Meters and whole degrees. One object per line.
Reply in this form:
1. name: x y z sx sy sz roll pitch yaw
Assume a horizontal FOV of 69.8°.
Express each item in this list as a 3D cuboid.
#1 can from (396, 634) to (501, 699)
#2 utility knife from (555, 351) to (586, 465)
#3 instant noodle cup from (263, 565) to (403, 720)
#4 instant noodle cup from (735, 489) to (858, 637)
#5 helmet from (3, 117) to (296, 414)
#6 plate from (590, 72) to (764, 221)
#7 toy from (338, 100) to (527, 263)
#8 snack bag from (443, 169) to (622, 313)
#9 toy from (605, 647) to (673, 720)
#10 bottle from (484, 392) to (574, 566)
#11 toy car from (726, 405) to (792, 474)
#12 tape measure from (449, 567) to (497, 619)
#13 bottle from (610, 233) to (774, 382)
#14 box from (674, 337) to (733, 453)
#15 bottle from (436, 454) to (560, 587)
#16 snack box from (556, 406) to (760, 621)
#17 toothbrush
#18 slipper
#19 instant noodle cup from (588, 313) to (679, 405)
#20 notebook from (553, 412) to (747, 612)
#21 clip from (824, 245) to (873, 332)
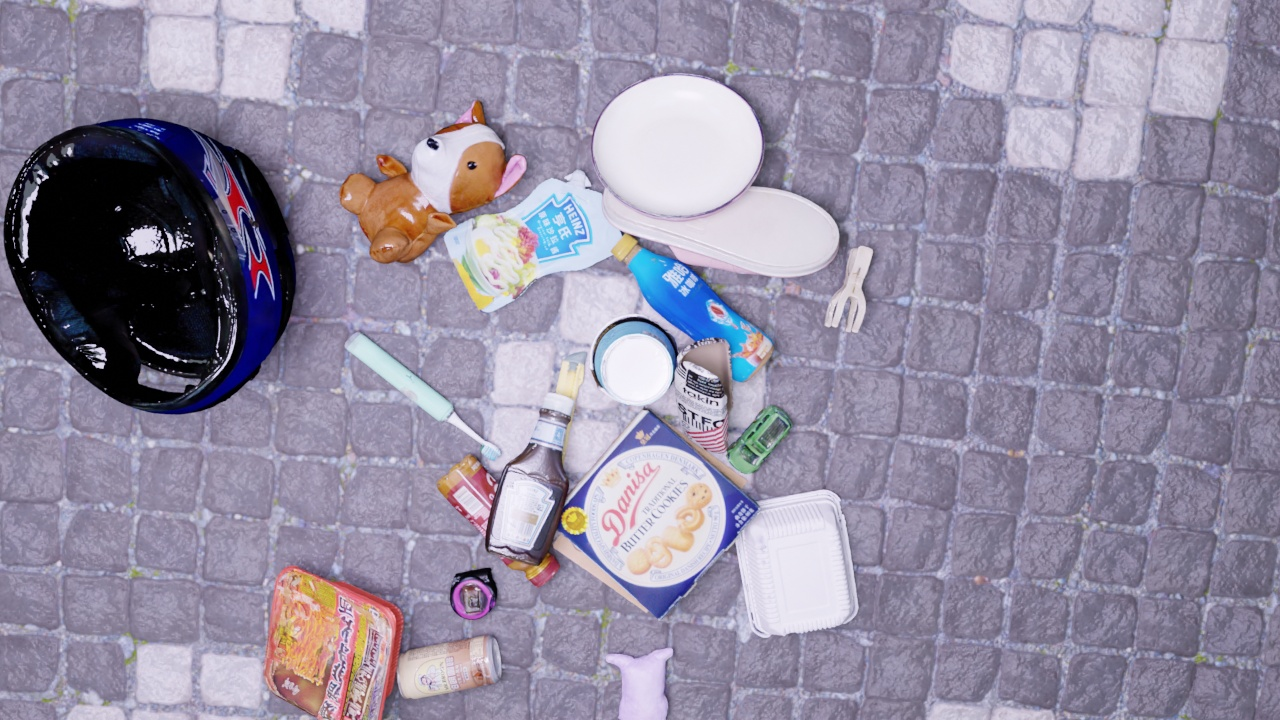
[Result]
1. can: -0.231 0.372 1.114 0.116 0.058 0.058 -11 97 0
2. utility knife: -0.096 0.084 1.107 0.031 0.021 0.198 12 101 3
3. instant noodle cup: -0.353 0.336 1.078 0.189 0.079 0.164 15 98 25
4. instant noodle cup: 0.192 0.253 1.108 0.138 0.060 0.173 -10 98 0
5. helmet: -0.480 -0.092 0.958 0.247 0.240 0.315 -30 86 1
6. plate: 0.041 -0.234 1.029 0.192 0.039 0.192 -1 68 2
7. toy: -0.232 -0.199 1.021 0.199 0.130 0.140 -33 74 -5
8. snack bag: -0.123 -0.140 1.067 0.191 0.039 0.110 -26 91 1
9. toy: 0.000 0.409 1.133 0.084 0.039 0.108 -2 99 -1
10. bottle: -0.120 0.134 1.059 0.080 0.044 0.194 18 79 -9
11. toy car: 0.143 0.097 1.101 0.043 0.036 0.091 39 98 -7
12. tape measure: -0.203 0.284 1.113 0.057 0.039 0.058 -9 97 0
13. bottle: 0.056 -0.065 1.063 0.218 0.065 0.065 40 94 -6
14. box: 0.078 0.033 1.041 0.076 0.163 0.087 20 62 22
15. bottle: -0.166 0.194 1.094 0.057 0.057 0.175 -40 96 3
16. snack box: 0.015 0.181 1.087 0.182 0.045 0.178 41 96 0
17. toothbrush: -0.256 0.044 1.090 0.224 0.027 0.027 39 134 -5
18. slipper: 0.089 -0.155 1.047 0.274 0.054 0.114 13 70 5
19. instant noodle cup: -0.006 0.006 1.043 0.111 0.120 0.111 0 97 -1
20. notebook: 0.011 0.187 1.122 0.148 0.008 0.208 36 95 -5
21. clip: 0.249 -0.080 1.065 0.034 0.081 0.105 16 107 -3
